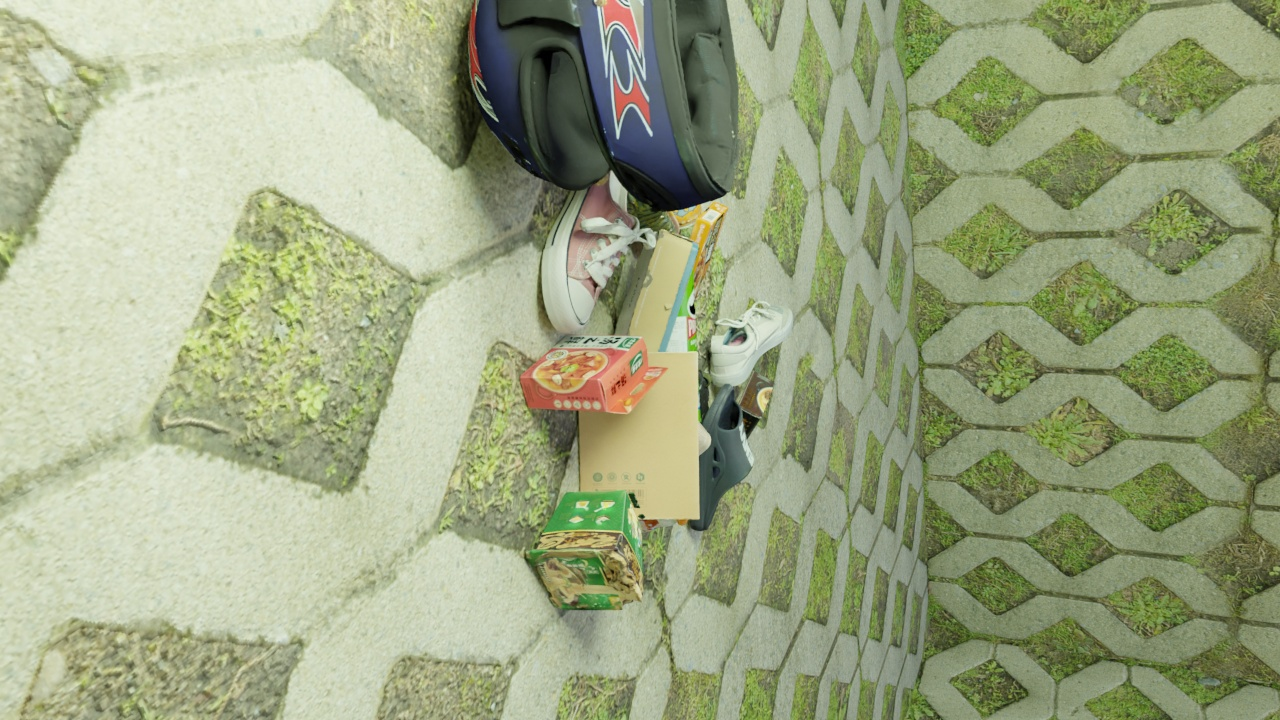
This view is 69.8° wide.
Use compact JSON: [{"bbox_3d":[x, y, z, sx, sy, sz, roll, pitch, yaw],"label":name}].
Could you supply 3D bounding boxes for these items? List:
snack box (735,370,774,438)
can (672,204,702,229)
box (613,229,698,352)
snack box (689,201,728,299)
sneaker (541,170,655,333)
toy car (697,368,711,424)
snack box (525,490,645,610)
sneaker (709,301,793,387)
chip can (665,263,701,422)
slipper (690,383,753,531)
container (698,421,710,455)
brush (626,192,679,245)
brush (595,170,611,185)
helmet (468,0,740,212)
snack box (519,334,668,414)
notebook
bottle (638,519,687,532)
[{"bbox_3d":[0.160,0.095,1.485,0.125,0.053,0.113,-59,175,-50],"label":"snack box"},{"bbox_3d":[0.044,-0.257,1.271,0.058,0.058,0.146,-59,141,-44],"label":"can"},{"bbox_3d":[0.014,-0.070,1.160,0.090,0.059,0.184,-165,-89,-77],"label":"box"},{"bbox_3d":[0.082,-0.147,1.321,0.075,0.026,0.154,-48,160,-52],"label":"snack box"},{"bbox_3d":[-0.045,-0.142,1.071,0.118,0.088,0.240,53,45,-52],"label":"sneaker"},{"bbox_3d":[0.082,0.082,1.390,0.070,0.042,0.158,-55,145,-47],"label":"toy car"},{"bbox_3d":[-0.054,0.216,1.075,0.105,0.118,0.118,-77,156,-46],"label":"snack box"},{"bbox_3d":[0.180,-0.052,1.535,0.241,0.090,0.091,-43,125,-46],"label":"sneaker"},{"bbox_3d":[0.045,-0.022,1.278,0.072,0.072,0.236,-26,115,-60],"label":"chip can"},{"bbox_3d":[0.131,0.153,1.382,0.110,0.083,0.269,-56,156,-53],"label":"slipper"},{"bbox_3d":[0.018,0.086,1.189,0.090,0.090,0.111,-41,143,6],"label":"container"},{"bbox_3d":[0.010,-0.195,1.212,0.145,0.063,0.073,49,20,-55],"label":"brush"},{"bbox_3d":[-0.023,-0.294,1.088,0.083,0.046,0.253,41,57,-7],"label":"brush"},{"bbox_3d":[-0.044,-0.282,0.884,0.247,0.241,0.315,27,57,-62],"label":"helmet"},{"bbox_3d":[-0.050,0.013,1.029,0.113,0.127,0.044,-47,132,-53],"label":"snack box"},{"bbox_3d":[-0.002,0.093,1.120,0.008,0.148,0.208,-68,157,-83],"label":"notebook"},{"bbox_3d":[0.008,0.189,1.178,0.063,0.109,0.063,-3,93,-62],"label":"bottle"}]
